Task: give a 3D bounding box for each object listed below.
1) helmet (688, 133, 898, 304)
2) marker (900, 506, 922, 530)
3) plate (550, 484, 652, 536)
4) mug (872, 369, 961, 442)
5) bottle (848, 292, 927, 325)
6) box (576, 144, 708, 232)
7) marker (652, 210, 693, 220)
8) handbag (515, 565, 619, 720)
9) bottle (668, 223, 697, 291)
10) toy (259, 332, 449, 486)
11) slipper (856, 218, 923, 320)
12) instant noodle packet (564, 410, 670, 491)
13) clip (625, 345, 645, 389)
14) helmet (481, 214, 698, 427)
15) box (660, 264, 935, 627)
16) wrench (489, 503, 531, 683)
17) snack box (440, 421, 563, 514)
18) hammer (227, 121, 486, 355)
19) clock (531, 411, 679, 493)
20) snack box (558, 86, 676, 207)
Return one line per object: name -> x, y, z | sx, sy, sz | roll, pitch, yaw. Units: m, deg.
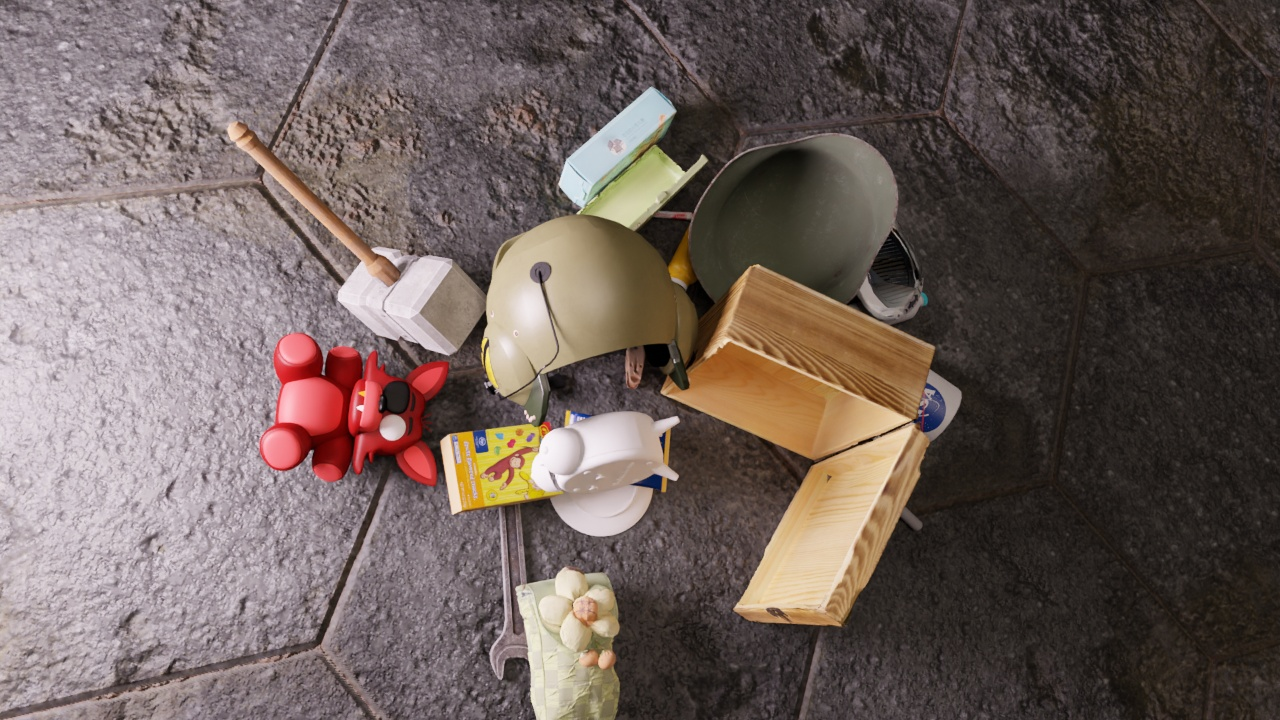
helmet -> 0.206, -0.177, 1.199 | 0.268, 0.153, 0.227 | -37, 91, 18
marker -> 0.321, 0.175, 1.225 | 0.140, 0.016, 0.016 | 43, 70, 1
plate -> -0.048, 0.151, 1.148 | 0.134, 0.011, 0.134 | 3, 75, -12
mug -> 0.354, 0.063, 1.231 | 0.090, 0.091, 0.121 | 34, 106, -3
bottle -> 0.338, -0.069, 1.278 | 0.136, 0.044, 0.044 | -16, 80, -17
box -> -0.009, -0.217, 1.206 | 0.082, 0.098, 0.187 | 44, 66, 1
marker -> 0.005, -0.201, 1.254 | 0.142, 0.013, 0.012 | 2, 75, -13
handbag -> -0.068, 0.327, 1.036 | 0.113, 0.117, 0.186 | -2, 75, -29
bottle -> 0.073, -0.150, 1.239 | 0.043, 0.043, 0.143 | 28, 71, -5
toy -> -0.326, 0.060, 1.058 | 0.197, 0.121, 0.158 | 8, 71, -20
slipper -> 0.316, -0.164, 1.292 | 0.111, 0.063, 0.263 | -11, 65, -15
instant noodle packet -> -0.030, 0.113, 1.141 | 0.134, 0.026, 0.087 | 7, 77, -11
clip -> -0.008, 0.009, 1.192 | 0.025, 0.049, 0.061 | 5, 34, -11
helmet -> -0.068, -0.051, 1.056 | 0.250, 0.256, 0.232 | -13, 81, -16
box -> 0.163, 0.128, 1.065 | 0.286, 0.280, 0.335 | 22, 70, -7
wrench -> -0.152, 0.248, 1.099 | 0.070, 0.010, 0.273 | -3, 76, -14
snack box -> -0.165, 0.127, 1.091 | 0.125, 0.040, 0.088 | -5, 77, -29
hammer -> -0.321, -0.138, 0.994 | 0.082, 0.163, 0.318 | -59, 136, -19
clock -> -0.039, 0.114, 1.053 | 0.160, 0.126, 0.072 | -7, 67, -18
snack box -> -0.031, -0.286, 1.234 | 0.053, 0.075, 0.174 | 43, 70, 2
